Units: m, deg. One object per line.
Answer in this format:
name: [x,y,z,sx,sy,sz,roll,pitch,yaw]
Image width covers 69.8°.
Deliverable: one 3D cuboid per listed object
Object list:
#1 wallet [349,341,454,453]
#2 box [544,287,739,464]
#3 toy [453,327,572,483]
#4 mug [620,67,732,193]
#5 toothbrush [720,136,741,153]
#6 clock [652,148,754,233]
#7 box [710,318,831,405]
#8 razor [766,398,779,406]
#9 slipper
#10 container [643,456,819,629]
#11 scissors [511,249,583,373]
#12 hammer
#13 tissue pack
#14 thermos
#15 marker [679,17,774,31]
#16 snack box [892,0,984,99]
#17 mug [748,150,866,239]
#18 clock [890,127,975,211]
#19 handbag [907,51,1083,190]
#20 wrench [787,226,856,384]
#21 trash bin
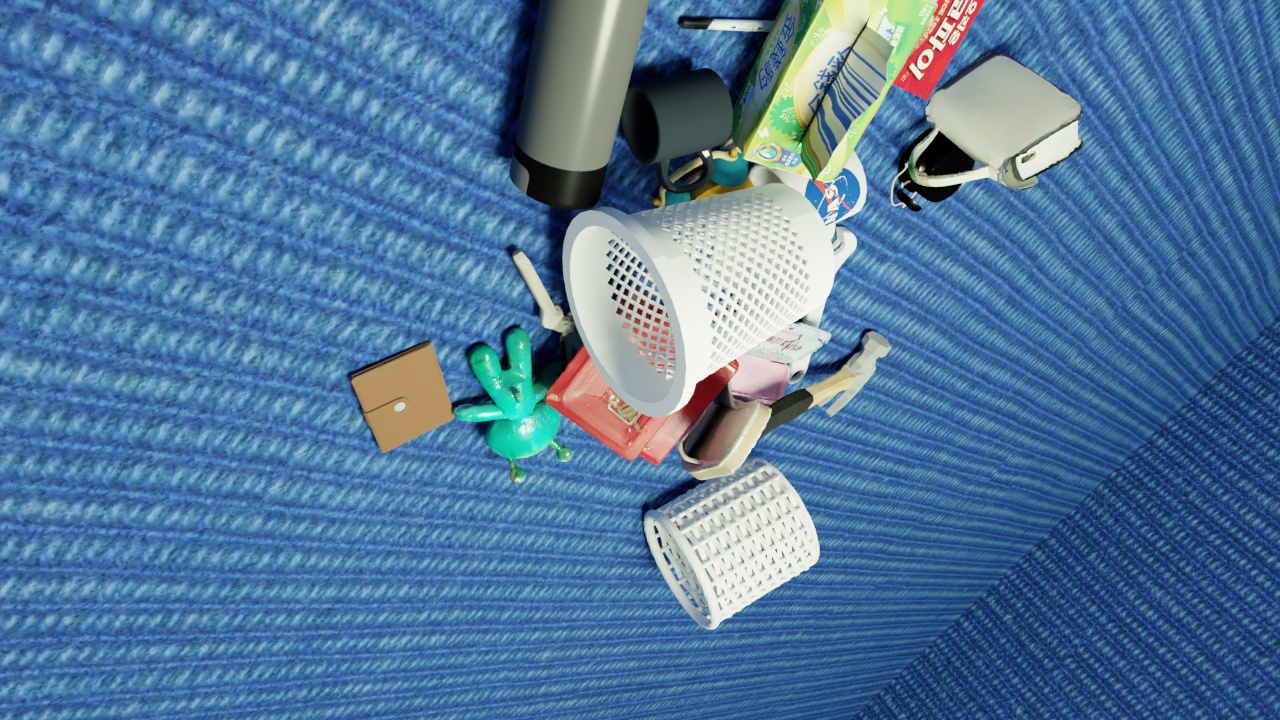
wallet: [-0.239,0.040,0.934,0.087,0.013,0.121,-27,143,-19]
box: [0.006,0.012,1.031,0.157,0.156,0.170,-50,-175,10]
toy: [-0.132,0.053,0.998,0.130,0.072,0.194,-26,133,-16]
mug: [0.035,-0.206,0.836,0.077,0.071,0.105,-20,108,-23]
toothbrush: [0.157,-0.266,0.936,0.181,0.018,0.016,-38,141,-1]
clock: [0.071,-0.170,0.936,0.099,0.043,0.129,-31,155,16]
box: [0.141,-0.004,1.178,0.201,0.066,0.154,11,117,-47]
razor: [0.140,0.079,1.278,0.142,0.047,0.052,-34,168,-10]
slipper: [0.083,0.075,1.026,0.115,0.052,0.263,-59,-175,-7]
container: [0.131,0.264,1.345,0.186,0.189,0.190,-26,142,-18]
scissors: [-0.078,-0.063,0.944,0.179,0.015,0.185,17,111,-49]
hammer: [0.230,0.050,1.253,0.327,0.039,0.131,-20,147,-48]
tissue pack: [0.173,-0.248,0.823,0.120,0.141,0.198,5,133,-16]
thermos: [-0.046,-0.242,0.733,0.082,0.082,0.241,-11,136,-32]
marker: [0.099,-0.308,0.845,0.151,0.011,0.011,-11,136,-32]
snack box: [0.280,-0.354,0.918,0.132,0.036,0.152,4,123,-43]
mug: [0.180,-0.170,0.988,0.090,0.091,0.121,-25,125,-17]
clock: [0.352,-0.231,1.118,0.120,0.042,0.091,-30,143,-11]
handbag: [0.382,-0.248,1.037,0.176,0.151,0.074,-33,140,1]
wrench: [0.230,-0.064,1.218,0.066,0.018,0.274,-20,142,-23]
trash bin: [0.063,-0.075,0.863,0.199,0.195,0.196,-24,142,-26]
